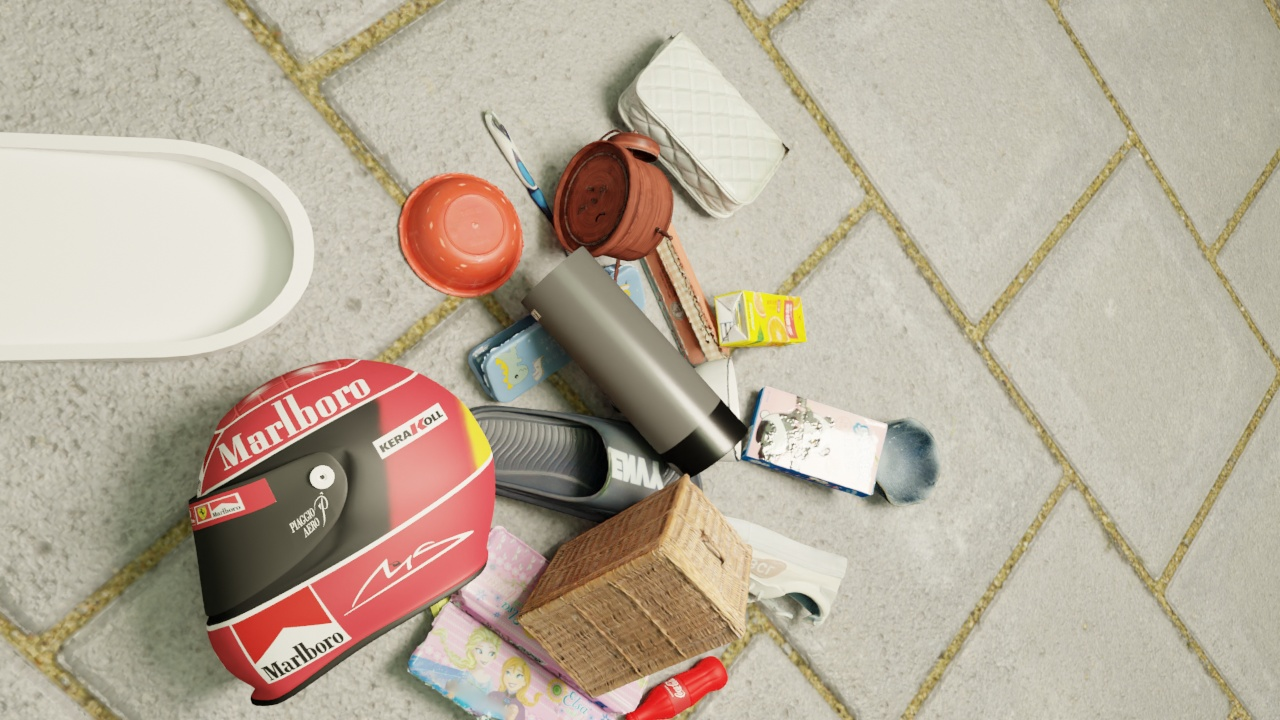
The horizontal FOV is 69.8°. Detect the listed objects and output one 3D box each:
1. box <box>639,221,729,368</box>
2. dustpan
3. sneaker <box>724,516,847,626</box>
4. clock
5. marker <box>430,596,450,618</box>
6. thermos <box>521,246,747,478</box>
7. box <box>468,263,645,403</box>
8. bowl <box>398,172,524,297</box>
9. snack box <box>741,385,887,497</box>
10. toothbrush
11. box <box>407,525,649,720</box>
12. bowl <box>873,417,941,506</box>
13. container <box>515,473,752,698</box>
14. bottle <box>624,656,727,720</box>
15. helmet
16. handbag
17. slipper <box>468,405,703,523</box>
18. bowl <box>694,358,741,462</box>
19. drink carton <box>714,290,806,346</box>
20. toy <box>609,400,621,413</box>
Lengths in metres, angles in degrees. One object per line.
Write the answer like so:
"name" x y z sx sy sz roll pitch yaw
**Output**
"box" 0.040 -0.080 1.035 0.056 0.064 0.188 -28 95 -62
"dustpan" -0.421 -0.097 0.793 0.257 0.053 0.191 0 84 -26
"sneaker" 0.119 0.229 1.005 0.242 0.090 0.090 23 76 -23
"clock" -0.028 -0.172 0.948 0.072 0.121 0.157 11 56 -43
"marker" -0.208 0.191 0.885 0.017 0.021 0.124 -18 91 18
"thermos" -0.005 0.005 0.899 0.240 0.082 0.082 48 66 -4
"box" -0.077 -0.031 0.955 0.209 0.059 0.068 -34 101 -25
"bowl" -0.174 -0.131 0.924 0.130 0.045 0.130 3 83 -26
"snack box" 0.202 0.094 1.063 0.154 0.033 0.088 18 76 -2
"toothbrush" -0.112 -0.183 0.976 0.016 0.017 0.189 -36 101 -24
"box" -0.098 0.291 0.902 0.230 0.035 0.158 41 55 -16
"bowl" 0.311 0.125 1.129 0.110 0.055 0.110 3 82 -27
"container" 0.000 0.209 0.850 0.114 0.199 0.112 49 32 -14
"bottle" 0.037 0.357 0.978 0.118 0.036 0.036 -21 94 -26
"helmet" -0.258 0.117 0.771 0.270 0.198 0.224 -30 98 -17
"handbag" 0.070 -0.265 1.047 0.195 0.073 0.138 45 59 -15
"slipper" -0.057 0.095 0.909 0.268 0.083 0.110 13 68 -11
"bowl" 0.073 0.056 1.000 0.063 0.113 0.113 -5 85 11
"drink carton" 0.138 -0.045 1.045 0.134 0.043 0.058 -1 83 -52
"toy" 0.004 0.061 0.997 0.080 0.036 0.099 3 79 -16
